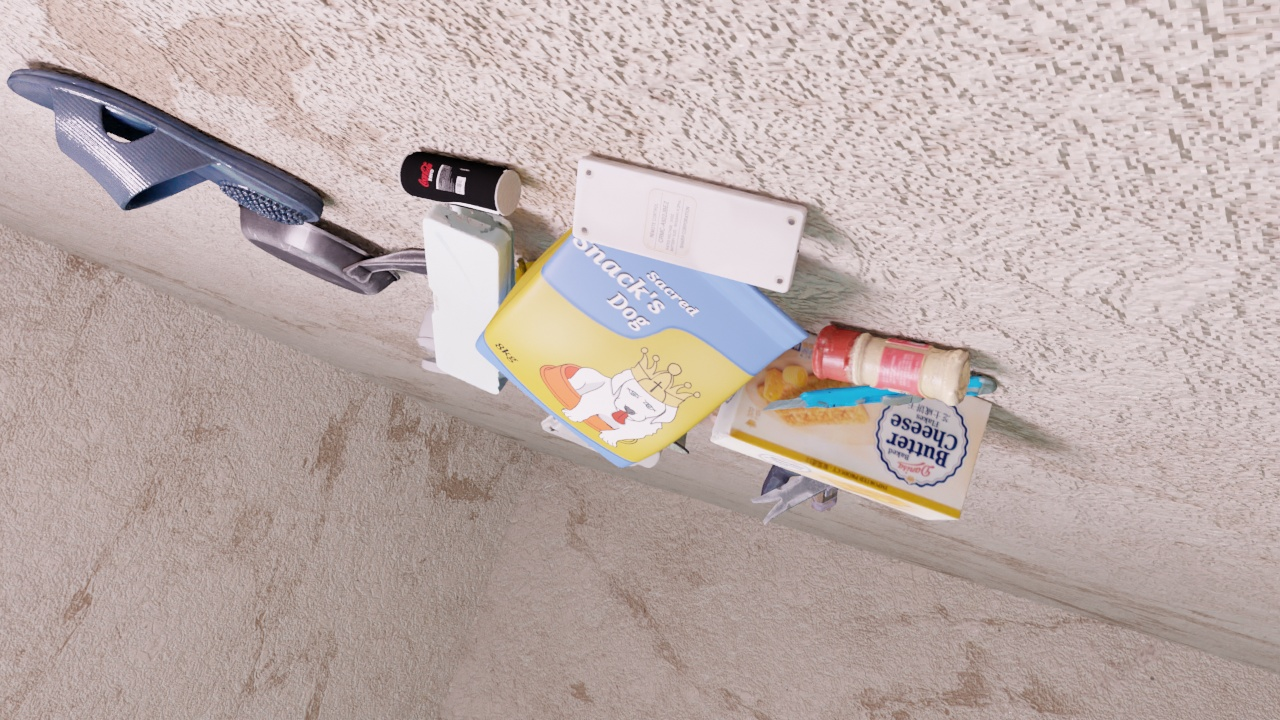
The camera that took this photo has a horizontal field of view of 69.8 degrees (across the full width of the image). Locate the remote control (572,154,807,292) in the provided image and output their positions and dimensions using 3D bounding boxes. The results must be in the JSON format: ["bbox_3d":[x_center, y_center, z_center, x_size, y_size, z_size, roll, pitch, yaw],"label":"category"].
[{"bbox_3d":[0.026,-0.080,0.531,0.136,0.050,0.011,17,-148,15],"label":"remote control"}]

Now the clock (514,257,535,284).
[{"bbox_3d":[-0.083,-0.035,0.821,0.118,0.057,0.084,43,138,-17],"label":"clock"}]

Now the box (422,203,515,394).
[{"bbox_3d":[-0.134,-0.047,0.750,0.083,0.066,0.199,44,150,23],"label":"box"}]

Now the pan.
[{"bbox_3d":[-0.291,-0.107,0.976,0.357,0.055,0.187,18,170,33],"label":"pan"}]

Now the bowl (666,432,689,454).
[{"bbox_3d":[-0.004,0.062,1.120,0.157,0.038,0.157,26,172,4],"label":"bowl"}]

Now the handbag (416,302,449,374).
[{"bbox_3d":[-0.144,0.004,1.126,0.216,0.095,0.222,13,170,43],"label":"handbag"}]

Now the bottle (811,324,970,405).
[{"bbox_3d":[0.182,0.003,0.670,0.109,0.044,0.044,13,168,29],"label":"bottle"}]

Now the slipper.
[{"bbox_3d":[-0.415,-0.163,0.799,0.263,0.082,0.101,24,167,-23],"label":"slipper"}]

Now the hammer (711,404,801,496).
[{"bbox_3d":[0.032,0.015,0.876,0.322,0.130,0.040,31,-151,-3],"label":"hammer"}]

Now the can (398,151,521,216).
[{"bbox_3d":[-0.123,-0.120,0.621,0.080,0.031,0.031,15,169,22],"label":"can"}]

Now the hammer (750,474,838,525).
[{"bbox_3d":[0.194,0.131,0.944,0.028,0.147,0.317,62,-177,16],"label":"hammer"}]

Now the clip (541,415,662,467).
[{"bbox_3d":[-0.020,0.056,0.969,0.126,0.096,0.153,22,148,-21],"label":"clip"}]

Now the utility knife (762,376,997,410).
[{"bbox_3d":[0.183,0.027,0.702,0.179,0.015,0.031,-5,150,8],"label":"utility knife"}]

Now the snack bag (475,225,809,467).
[{"bbox_3d":[-0.002,-0.027,0.635,0.159,0.102,0.206,40,144,-10],"label":"snack bag"}]

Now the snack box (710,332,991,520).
[{"bbox_3d":[0.173,0.051,0.759,0.208,0.104,0.057,20,170,-5],"label":"snack box"}]

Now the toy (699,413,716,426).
[{"bbox_3d":[0.136,0.067,1.025,0.196,0.065,0.264,24,171,-7],"label":"toy"}]
